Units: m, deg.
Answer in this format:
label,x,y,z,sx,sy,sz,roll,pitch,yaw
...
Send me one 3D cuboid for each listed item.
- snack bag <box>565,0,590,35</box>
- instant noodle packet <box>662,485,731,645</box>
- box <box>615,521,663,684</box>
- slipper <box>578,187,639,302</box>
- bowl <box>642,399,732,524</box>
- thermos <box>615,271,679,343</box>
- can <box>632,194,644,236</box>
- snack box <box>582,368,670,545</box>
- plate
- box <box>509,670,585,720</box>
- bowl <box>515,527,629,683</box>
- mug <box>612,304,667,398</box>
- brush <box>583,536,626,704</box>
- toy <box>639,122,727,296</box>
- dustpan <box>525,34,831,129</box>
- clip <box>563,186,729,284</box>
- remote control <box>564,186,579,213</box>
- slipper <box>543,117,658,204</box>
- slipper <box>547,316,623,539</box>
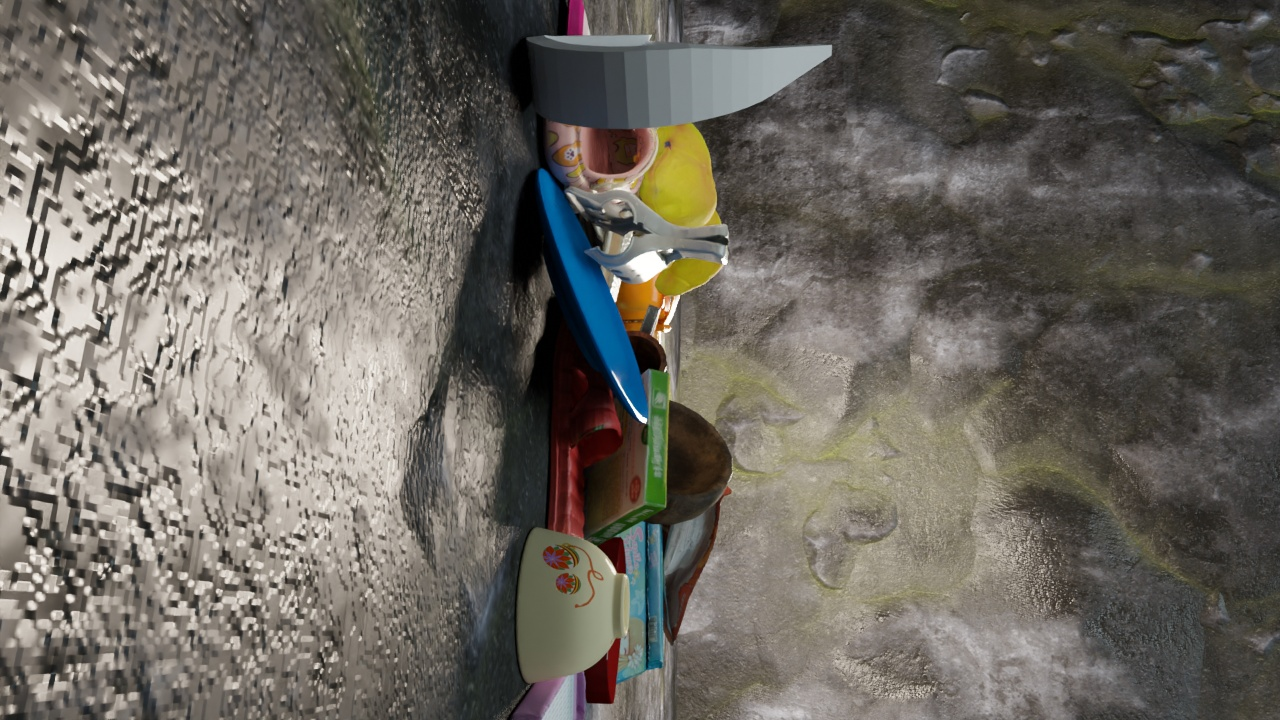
label,x,y,z,sx,sy,sz,roll,pitch,yaw
snack bag,-0.058,-0.299,0.937,0.196,0.016,0.070,71,22,-73
instant noodle packet,0.036,0.234,1.198,0.164,0.084,0.221,-134,-131,-63
box,-0.011,0.260,1.100,0.168,0.086,0.227,-10,100,-85
slipper,-0.037,-0.126,0.966,0.114,0.054,0.272,79,20,-70
bowl,0.019,0.121,1.052,0.161,0.162,0.070,-83,-166,-52
thermos,-0.001,-0.134,1.162,0.092,0.076,0.232,2,-87,51
can,-0.018,-0.184,1.084,0.067,0.067,0.121,-66,155,-77
snack box,-0.018,0.099,0.897,0.168,0.027,0.131,137,-40,-57
plate,-0.047,-0.049,0.760,0.224,0.024,0.224,-21,89,-84
box,-0.063,0.324,0.728,0.214,0.041,0.151,32,45,-84
bowl,-0.047,0.190,0.714,0.118,0.074,0.118,1,88,-85
mug,-0.006,0.006,0.983,0.111,0.081,0.117,104,5,-66
brush,-0.043,0.258,0.925,0.173,0.042,0.082,-83,171,-52
toy,0.049,-0.164,1.031,0.194,0.087,0.134,76,25,-51
dustpan,0.021,-0.251,0.740,0.256,0.192,0.053,-44,139,-48
clip,0.003,-0.097,0.821,0.105,0.152,0.126,-65,172,2
remote control,-0.064,-0.209,0.880,0.043,0.013,0.136,14,76,-84
slipper,-0.025,-0.187,0.830,0.197,0.082,0.093,-7,96,-74
slipper,-0.046,0.066,0.831,0.103,0.059,0.248,69,22,-73
